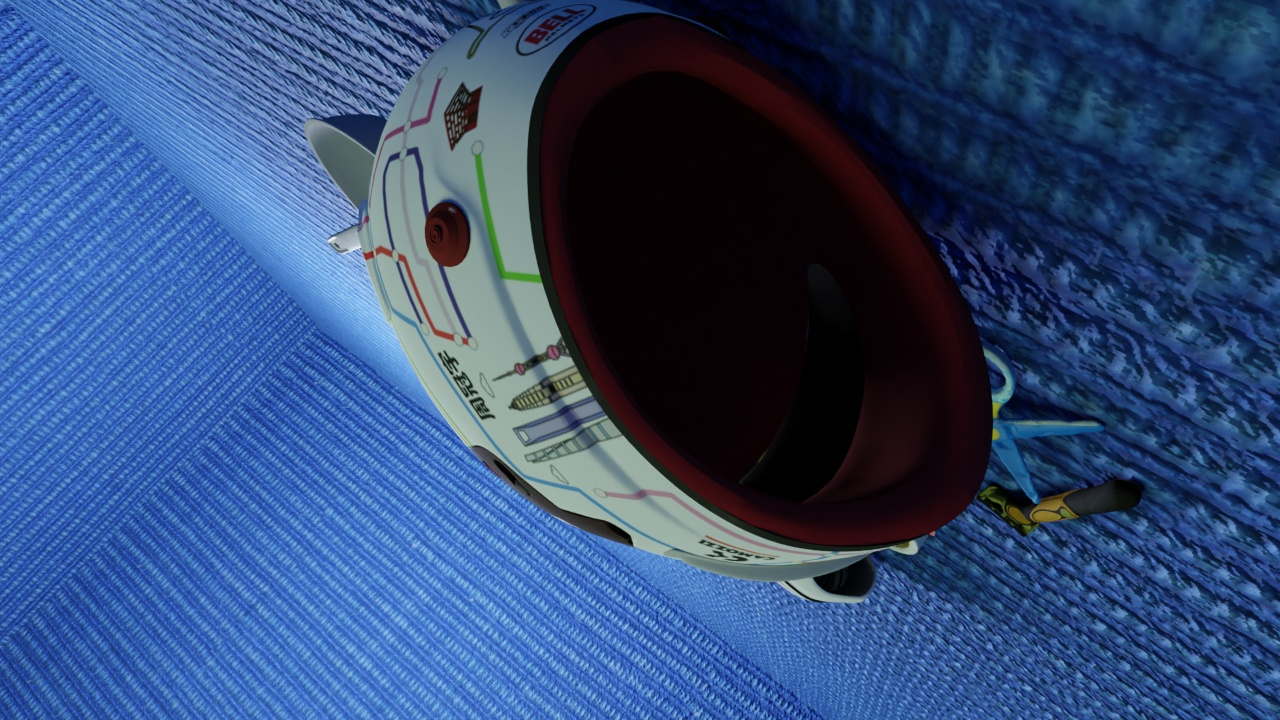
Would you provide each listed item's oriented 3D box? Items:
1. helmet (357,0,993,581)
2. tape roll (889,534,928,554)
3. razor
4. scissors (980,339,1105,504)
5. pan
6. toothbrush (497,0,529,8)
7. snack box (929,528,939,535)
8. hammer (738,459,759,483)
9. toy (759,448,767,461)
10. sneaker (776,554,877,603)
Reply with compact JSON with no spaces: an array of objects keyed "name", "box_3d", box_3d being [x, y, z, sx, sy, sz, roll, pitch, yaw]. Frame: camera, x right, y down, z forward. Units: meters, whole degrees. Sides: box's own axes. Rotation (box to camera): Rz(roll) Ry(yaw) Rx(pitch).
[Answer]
[{"name":"helmet","box_3d":[0.001,-0.029,0.479,0.314,0.230,0.237,49,156,-7]},{"name":"tape roll","box_3d":[0.217,0.140,0.838,0.094,0.019,0.094,37,164,12]},{"name":"razor","box_3d":[0.270,0.092,0.590,0.044,0.021,0.144,40,162,2]},{"name":"scissors","box_3d":[0.206,0.037,0.543,0.126,0.013,0.130,-5,127,40]},{"name":"pan","box_3d":[-0.214,-0.119,0.783,0.201,0.050,0.357,48,163,-23]},{"name":"toothbrush","box_3d":[-0.071,-0.208,0.551,0.018,0.019,0.188,24,158,40]},{"name":"snack box","box_3d":[0.165,0.055,0.684,0.143,0.040,0.145,30,161,31]},{"name":"hammer","box_3d":[-0.004,0.005,0.736,0.330,0.033,0.120,37,140,56]},{"name":"toy","box_3d":[0.143,0.097,0.809,0.094,0.041,0.095,6,173,-2]},{"name":"sneaker","box_3d":[0.159,0.169,0.938,0.245,0.091,0.097,50,151,-20]}]
